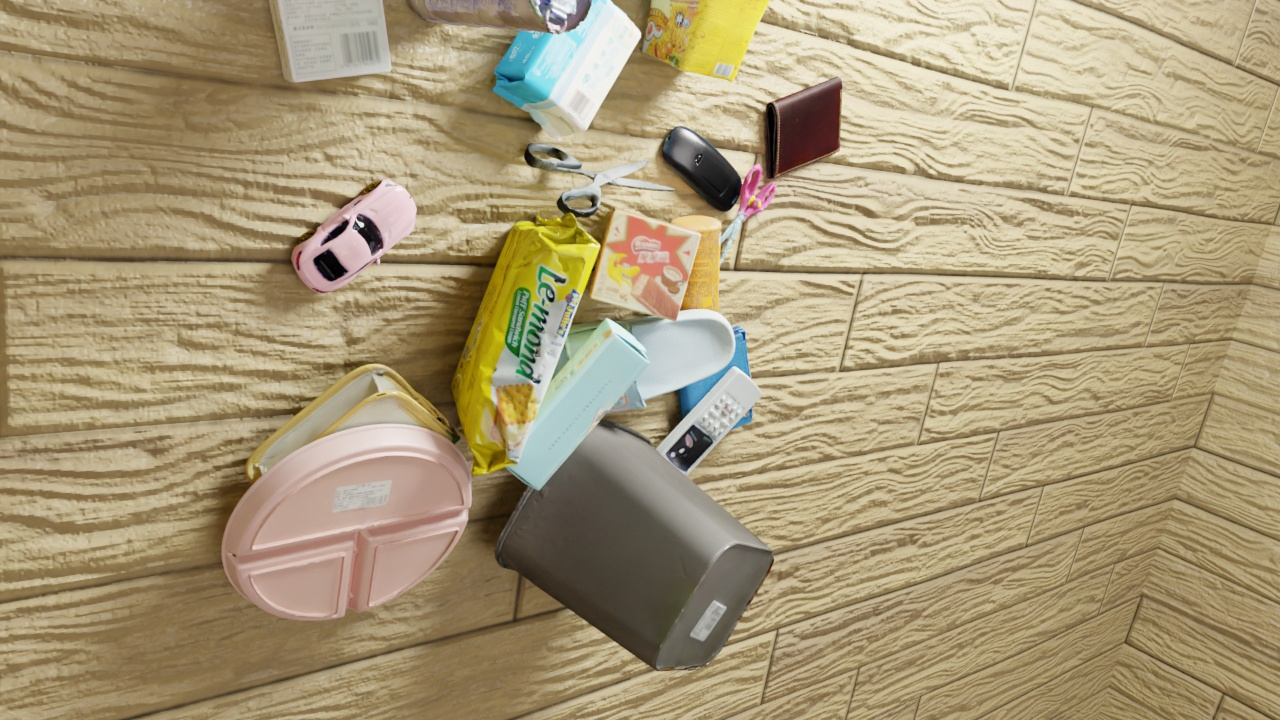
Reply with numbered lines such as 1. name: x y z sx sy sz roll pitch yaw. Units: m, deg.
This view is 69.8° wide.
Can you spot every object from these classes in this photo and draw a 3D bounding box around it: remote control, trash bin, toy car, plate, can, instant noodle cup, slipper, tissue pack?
1. remote control: 0.084 0.077 1.126 0.150 0.021 0.058 -48 126 2
2. trash bin: 0.001 0.206 0.991 0.198 0.220 0.199 -58 148 3
3. toy car: -0.248 -0.108 0.804 0.122 0.037 0.056 -44 132 -18
4. plate: -0.256 0.155 0.836 0.229 0.028 0.230 -21 135 -23
5. can: 0.061 -0.090 1.050 0.058 0.058 0.146 -17 119 -34
6. remote control: 0.076 -0.213 1.032 0.136 0.024 0.053 31 88 -43
7. instant noodle cup: 0.065 -0.353 0.913 0.115 0.116 0.124 -2 121 -38
8. slipper: -0.006 0.006 0.993 0.245 0.074 0.104 -13 112 -15
9. tissue pack: -0.070 -0.286 0.854 0.090 0.063 0.140 31 89 -44

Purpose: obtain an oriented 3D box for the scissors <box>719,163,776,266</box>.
1. scissors: 0.115 -0.172 1.077 0.136 0.017 0.105 -48 151 -13

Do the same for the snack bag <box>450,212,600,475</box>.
1. snack bag: -0.120 -0.025 0.871 0.068 0.158 0.246 19 95 -18

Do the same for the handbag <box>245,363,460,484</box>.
1. handbag: -0.250 0.101 0.857 0.163 0.063 0.179 -40 137 -1

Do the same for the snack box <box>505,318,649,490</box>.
1. snack box: -0.067 0.042 0.912 0.051 0.074 0.175 40 95 -13

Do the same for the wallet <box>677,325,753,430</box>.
1. wallet: 0.093 0.031 1.143 0.106 0.040 0.133 -22 123 -21

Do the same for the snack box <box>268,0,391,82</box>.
1. snack box: -0.250 -0.304 0.722 0.084 0.027 0.157 -19 120 -32

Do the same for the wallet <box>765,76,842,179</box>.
1. wallet: 0.200 -0.281 1.110 0.122 0.020 0.096 -27 129 -30

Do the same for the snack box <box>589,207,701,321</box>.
1. snack box: 0.003 -0.101 0.958 0.093 0.077 0.094 15 100 -6

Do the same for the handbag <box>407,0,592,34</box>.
1. handbag: -0.108 -0.328 0.715 0.075 0.194 0.134 -1 109 -42

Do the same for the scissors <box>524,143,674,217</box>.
1. scissors: -0.040 -0.184 0.920 0.173 0.159 0.014 25 132 -15
